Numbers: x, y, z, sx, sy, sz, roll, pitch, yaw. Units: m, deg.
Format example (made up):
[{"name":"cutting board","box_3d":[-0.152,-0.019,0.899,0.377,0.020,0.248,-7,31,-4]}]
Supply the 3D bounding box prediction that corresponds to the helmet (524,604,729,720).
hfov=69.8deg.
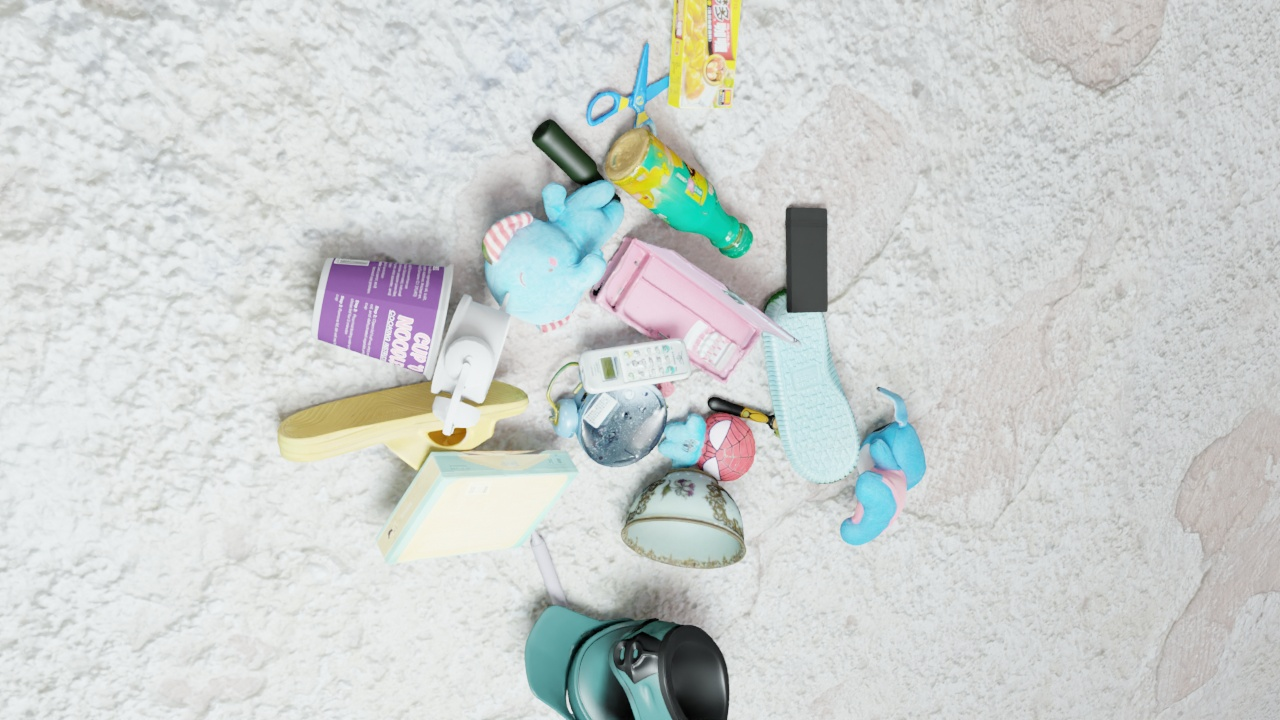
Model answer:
[{"name":"helmet","box_3d":[-0.018,0.415,1.187,0.275,0.201,0.176,52,38,-45]}]

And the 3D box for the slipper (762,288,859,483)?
[{"name":"slipper","box_3d":[0.218,0.036,1.232,0.115,0.069,0.276,-19,102,-19]}]

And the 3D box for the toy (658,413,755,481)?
[{"name":"toy","box_3d":[0.091,0.112,1.202,0.132,0.062,0.092,9,101,-18]}]

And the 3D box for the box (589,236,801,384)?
[{"name":"box","box_3d":[0.067,-0.048,1.091,0.232,0.115,0.106,33,93,-32]}]

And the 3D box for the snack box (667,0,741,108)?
[{"name":"snack box","box_3d":[0.072,-0.359,1.017,0.075,0.025,0.152,-10,114,-31]}]

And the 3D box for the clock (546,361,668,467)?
[{"name":"clock","box_3d":[-0.041,0.060,1.113,0.162,0.060,0.118,38,90,-32]}]

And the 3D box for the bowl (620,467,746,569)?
[{"name":"bowl","box_3d":[0.061,0.196,1.186,0.160,0.160,0.093,34,52,-33]}]

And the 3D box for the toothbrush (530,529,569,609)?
[{"name":"toothbrush","box_3d":[-0.123,0.258,1.176,0.019,0.018,0.188,-25,119,-18]}]

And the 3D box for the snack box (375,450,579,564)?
[{"name":"snack box","box_3d":[-0.180,0.163,1.034,0.193,0.044,0.142,4,132,-48]}]

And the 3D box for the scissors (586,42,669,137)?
[{"name":"scissors","box_3d":[-0.001,-0.283,1.023,0.125,0.016,0.123,-35,126,-11]}]

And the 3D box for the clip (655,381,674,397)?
[{"name":"clip","box_3d":[0.023,0.018,1.155,0.023,0.045,0.060,-30,152,-10]}]

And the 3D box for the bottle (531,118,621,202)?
[{"name":"bottle","box_3d":[-0.066,-0.212,1.008,0.033,0.033,0.123,-50,123,-1]}]

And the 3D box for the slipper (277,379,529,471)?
[{"name":"slipper","box_3d":[-0.252,0.077,0.995,0.263,0.099,0.078,-10,116,-18]}]

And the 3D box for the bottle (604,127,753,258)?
[{"name":"bottle","box_3d":[0.053,-0.184,1.057,0.209,0.068,0.068,31,94,-39]}]

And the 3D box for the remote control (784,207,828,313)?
[{"name":"remote control","box_3d":[0.212,-0.127,1.170,0.058,0.013,0.133,-2,95,-25]}]

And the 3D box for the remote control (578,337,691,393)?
[{"name":"remote control","box_3d":[-0.006,0.006,1.074,0.133,0.022,0.050,-9,81,-21]}]

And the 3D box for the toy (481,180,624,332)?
[{"name":"toy","box_3d":[-0.081,-0.113,0.994,0.180,0.115,0.183,-41,141,-7]}]

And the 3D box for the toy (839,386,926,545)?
[{"name":"toy","box_3d":[0.343,0.156,1.294,0.190,0.099,0.224,-48,144,-43]}]

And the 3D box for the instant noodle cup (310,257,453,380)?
[{"name":"instant noodle cup","box_3d":[-0.265,-0.050,0.936,0.121,0.137,0.121,11,79,-15]}]

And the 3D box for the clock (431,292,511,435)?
[{"name":"clock","box_3d":[-0.176,0.003,0.921,0.061,0.158,0.120,18,134,-7]}]

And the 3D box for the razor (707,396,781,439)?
[{"name":"razor","box_3d":[0.149,0.073,1.238,0.144,0.021,0.044,17,101,-29]}]
